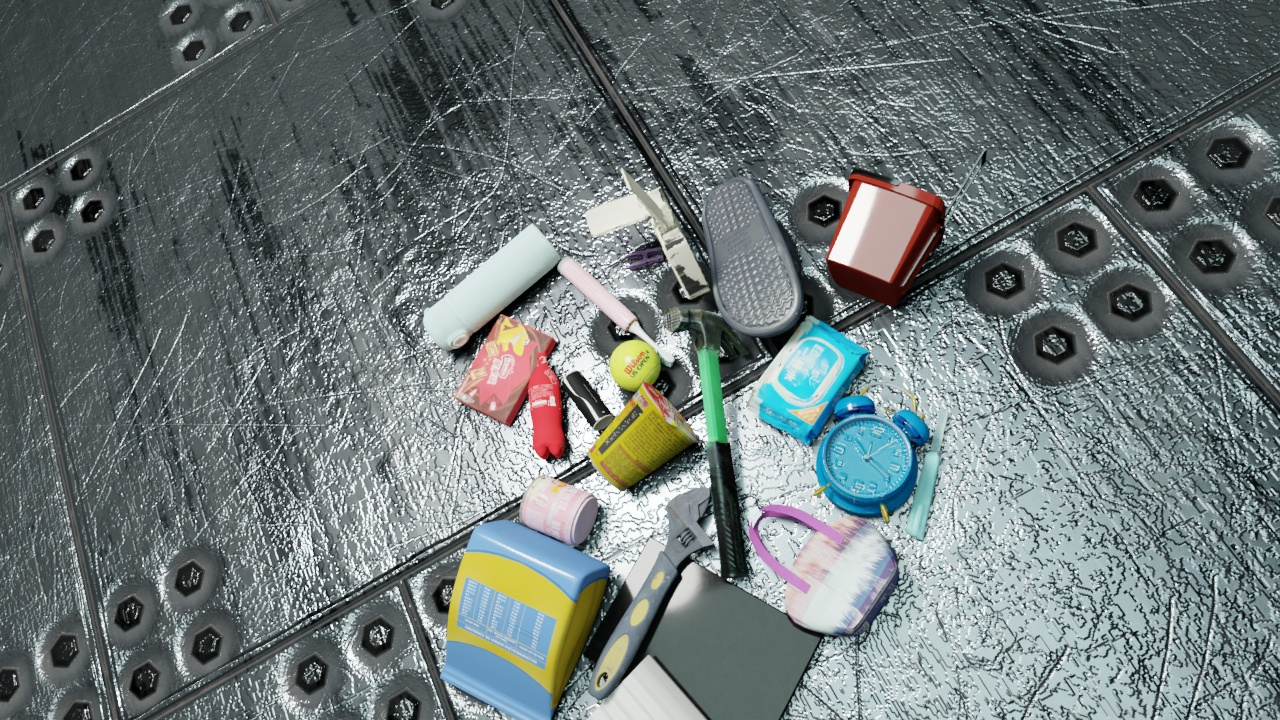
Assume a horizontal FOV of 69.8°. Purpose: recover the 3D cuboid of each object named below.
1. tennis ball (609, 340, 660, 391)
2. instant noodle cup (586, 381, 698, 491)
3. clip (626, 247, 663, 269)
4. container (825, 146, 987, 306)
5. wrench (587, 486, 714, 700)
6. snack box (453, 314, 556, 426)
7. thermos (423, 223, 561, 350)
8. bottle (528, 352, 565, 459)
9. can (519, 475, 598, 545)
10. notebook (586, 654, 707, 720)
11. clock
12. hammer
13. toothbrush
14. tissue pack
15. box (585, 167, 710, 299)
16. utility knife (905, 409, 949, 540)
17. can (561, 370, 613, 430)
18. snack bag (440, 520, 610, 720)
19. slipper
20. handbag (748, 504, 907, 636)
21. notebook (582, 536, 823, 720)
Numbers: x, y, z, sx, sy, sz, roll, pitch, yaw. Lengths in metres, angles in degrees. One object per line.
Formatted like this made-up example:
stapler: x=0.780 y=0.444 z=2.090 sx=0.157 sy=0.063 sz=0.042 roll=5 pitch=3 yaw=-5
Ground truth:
tennis ball: x=-0.007 y=0.007 z=1.170 sx=0.065 sy=0.065 sz=0.065 roll=-5 pitch=69 yaw=13
instant noodle cup: x=-0.002 y=0.099 z=1.127 sx=0.112 sy=0.100 sz=0.100 roll=-44 pitch=65 yaw=8
clip: x=0.006 y=-0.139 z=1.250 sx=0.052 sy=0.013 sz=0.036 roll=-11 pitch=70 yaw=8
container: x=0.313 y=-0.180 z=1.108 sx=0.127 sy=0.148 sz=0.201 roll=25 pitch=88 yaw=21
wrench: x=0.015 y=0.268 z=1.073 sx=0.073 sy=0.022 sz=0.273 roll=26 pitch=76 yaw=21
snack box: x=-0.183 y=0.012 z=1.240 sx=0.089 sy=0.021 sz=0.132 roll=23 pitch=78 yaw=21
thermos: x=-0.207 y=-0.098 z=1.263 sx=0.207 sy=0.065 sz=0.078 roll=-40 pitch=58 yaw=-2
bottle: x=-0.123 y=0.057 z=1.193 sx=0.042 sy=0.042 sz=0.141 roll=-10 pitch=71 yaw=11
can: x=-0.099 y=0.184 z=1.129 sx=0.076 sy=0.067 sz=0.067 roll=18 pitch=76 yaw=21
notebook: x=-0.014 y=0.458 z=1.023 sx=0.210 sy=0.009 sz=0.142 roll=-47 pitch=67 yaw=2
clock: x=0.267 y=0.102 z=1.063 sx=0.117 sy=0.060 sz=0.161 roll=16 pitch=74 yaw=20
hammer: x=0.094 y=0.097 z=1.097 sx=0.032 sy=0.130 sz=0.318 roll=-16 pitch=75 yaw=40
toothbrush: x=-0.032 y=-0.065 z=1.225 sx=0.027 sy=0.027 sz=0.222 roll=-32 pitch=62 yaw=-29
tissue pack: x=0.202 y=0.020 z=1.110 sx=0.093 sy=0.062 sz=0.144 roll=32 pitch=81 yaw=24
box: x=0.003 y=-0.160 z=1.158 sx=0.101 sy=0.186 sz=0.144 roll=-38 pitch=35 yaw=15
utility knife: x=0.334 y=0.129 z=1.059 sx=0.022 sy=0.015 sz=0.158 roll=14 pitch=77 yaw=18
can: x=-0.070 y=0.051 z=1.189 sx=0.031 sy=0.031 sz=0.080 roll=-38 pitch=65 yaw=-1
snack bag: x=-0.145 y=0.313 z=1.085 sx=0.159 sy=0.102 sz=0.205 roll=19 pitch=93 yaw=21
slipper: x=0.148 y=-0.123 z=1.176 sx=0.111 sy=0.083 sz=0.267 roll=-31 pitch=47 yaw=22
handbag: x=0.199 y=0.225 z=1.042 sx=0.170 sy=0.068 sz=0.144 roll=32 pitch=82 yaw=30
notebook: x=0.067 y=0.333 z=1.057 sx=0.231 sy=0.019 sz=0.169 roll=26 pitch=78 yaw=22
